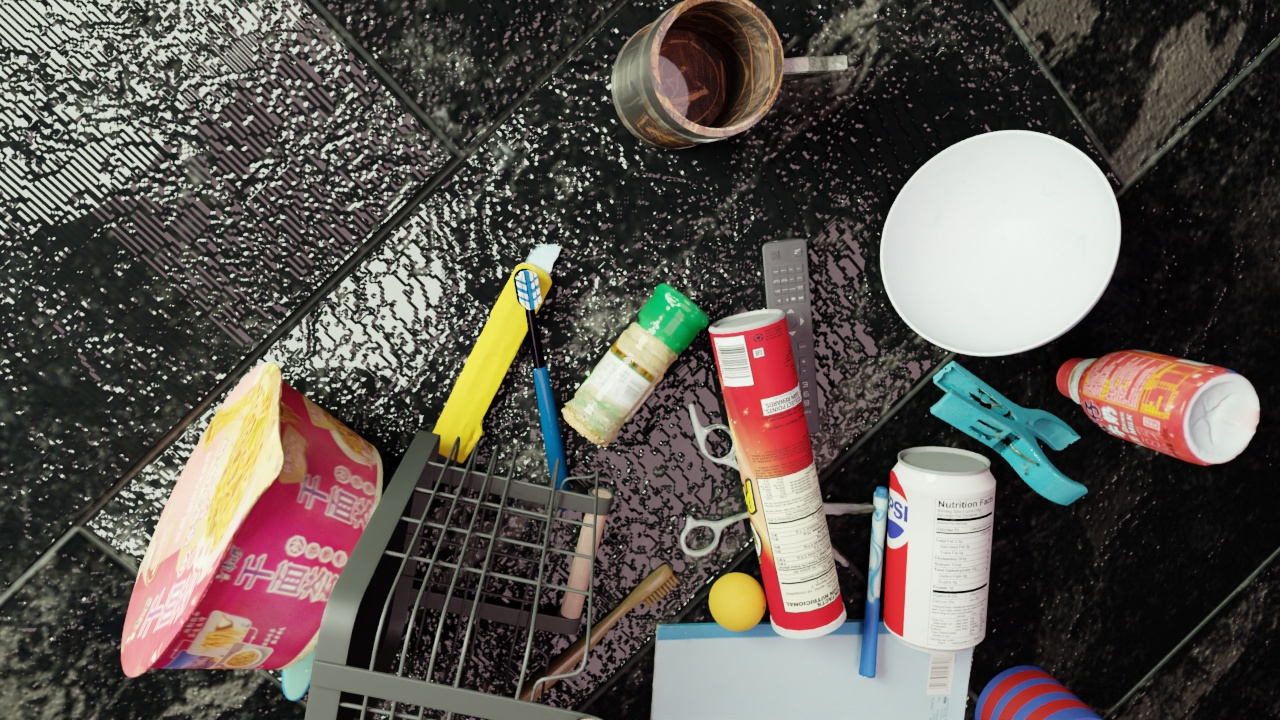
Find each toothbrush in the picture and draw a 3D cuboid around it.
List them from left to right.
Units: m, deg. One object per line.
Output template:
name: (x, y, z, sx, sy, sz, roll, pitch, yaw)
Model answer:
toothbrush: (-0.216, 0.164, 0.602, 0.022, 0.017, 0.135, 11, 98, -16)
toothbrush: (-0.062, 0.022, 0.598, 0.014, 0.014, 0.168, -14, 108, -20)
toothbrush: (-0.040, 0.202, 0.644, 0.167, 0.016, 0.016, -40, 105, -2)

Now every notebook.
notebook: (0.130, 0.280, 0.695, 0.253, 0.009, 0.181, 2, 100, -11)

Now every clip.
clip: (0.272, 0.041, 0.664, 0.130, 0.120, 0.031, 46, 135, 9)

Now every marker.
marker: (0.171, 0.162, 0.672, 0.013, 0.013, 0.142, 2, 95, -11)

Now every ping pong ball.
ping pong ball: (0.068, 0.170, 0.645, 0.040, 0.040, 0.040, -2, 101, -11)

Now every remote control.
remote control: (0.102, -0.014, 0.628, 0.032, 0.015, 0.136, -8, 102, -9)

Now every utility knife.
utility knife: (-0.094, -0.002, 0.593, 0.030, 0.017, 0.165, 26, 96, -19)

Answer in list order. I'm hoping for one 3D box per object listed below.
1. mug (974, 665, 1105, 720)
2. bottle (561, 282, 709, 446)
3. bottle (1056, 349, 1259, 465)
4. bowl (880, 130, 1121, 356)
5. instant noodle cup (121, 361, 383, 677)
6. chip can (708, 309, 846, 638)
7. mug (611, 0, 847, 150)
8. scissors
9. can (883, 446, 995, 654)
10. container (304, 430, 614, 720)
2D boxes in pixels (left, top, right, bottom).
mug: (0.309, 0.302, 0.699, 0.075, 0.076, 0.112, -9, 102, -9)
bottle: (-0.004, 0.003, 0.598, 0.043, 0.043, 0.111, 38, 93, -15)
bottle: (0.336, 0.024, 0.617, 0.062, 0.137, 0.062, -2, 100, -10)
bowl: (0.240, -0.069, 0.602, 0.074, 0.144, 0.144, 14, 100, -53)
instant noodle cup: (-0.213, 0.097, 0.520, 0.077, 0.179, 0.178, 29, 94, -31)
chip can: (0.092, 0.075, 0.612, 0.051, 0.052, 0.215, -15, 101, -8)
mug: (0.048, -0.168, 0.540, 0.115, 0.107, 0.080, -6, 102, -10)
scissors: (0.090, 0.091, 0.648, 0.141, 0.014, 0.162, -19, 103, -4)
can: (0.211, 0.133, 0.650, 0.070, 0.070, 0.132, -3, 101, -11)
container: (-0.091, 0.159, 0.510, 0.130, 0.241, 0.163, 13, 108, -5)
